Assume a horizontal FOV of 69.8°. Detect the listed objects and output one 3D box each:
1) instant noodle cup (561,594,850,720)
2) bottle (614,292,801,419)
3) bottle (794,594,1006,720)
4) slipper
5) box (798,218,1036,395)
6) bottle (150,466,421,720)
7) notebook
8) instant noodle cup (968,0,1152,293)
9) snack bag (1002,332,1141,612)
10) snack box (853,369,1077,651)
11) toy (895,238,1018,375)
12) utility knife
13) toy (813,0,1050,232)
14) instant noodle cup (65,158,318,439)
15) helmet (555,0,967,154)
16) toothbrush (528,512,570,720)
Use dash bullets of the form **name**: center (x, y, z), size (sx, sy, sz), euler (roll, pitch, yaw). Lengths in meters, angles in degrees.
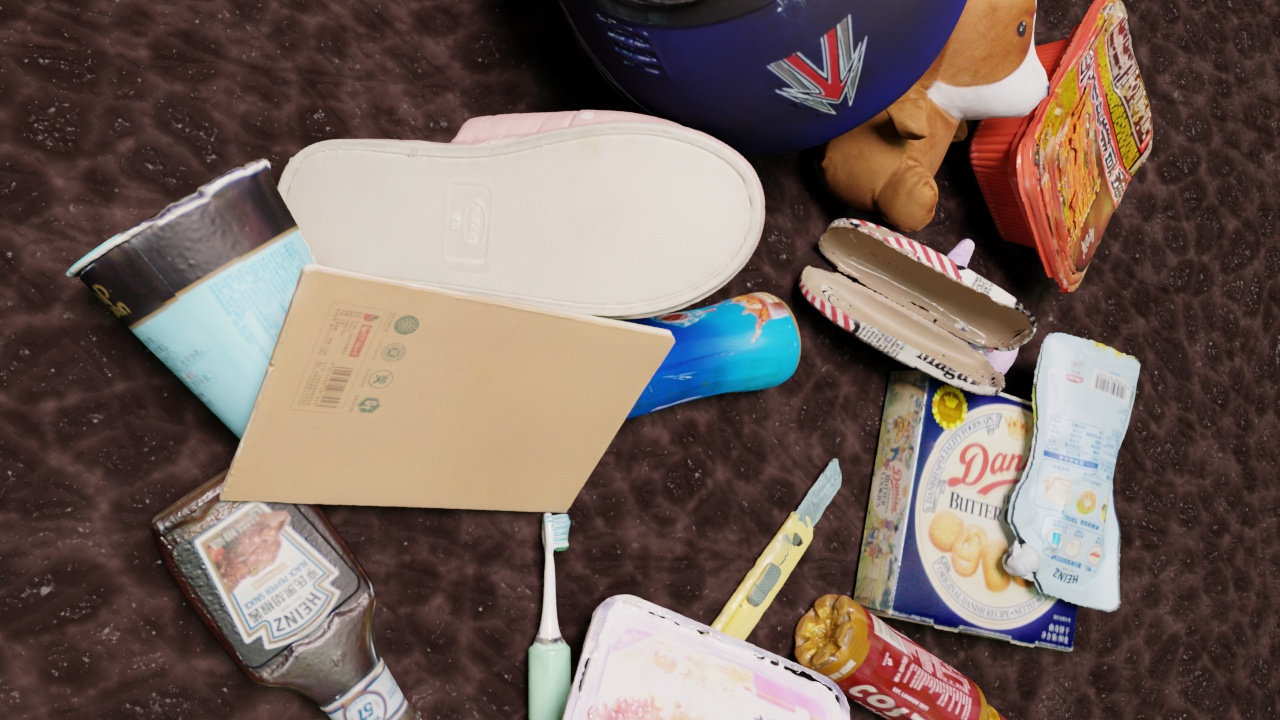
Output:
- **instant noodle cup**: center (0.031, 0.233, 0.544), size (0.173, 0.061, 0.137), euler (25, 46, -6)
- **bottle**: center (-0.003, 0.003, 0.577), size (0.218, 0.065, 0.065), euler (-11, 90, -25)
- **bottle**: center (0.189, 0.230, 0.646), size (0.175, 0.058, 0.057), euler (36, 72, -17)
- **slipper**: center (-0.069, -0.081, 0.516), size (0.274, 0.054, 0.114), euler (0, 99, 7)
- **box**: center (0.188, -0.028, 0.649), size (0.163, 0.076, 0.087), euler (27, 73, 0)
- **bottle**: center (-0.179, 0.146, 0.500), size (0.079, 0.044, 0.195), euler (-37, 101, -25)
- **notebook**: center (-0.096, 0.027, 0.489), size (0.207, 0.008, 0.148), euler (9, 125, -37)
- **instant noodle cup**: center (0.323, -0.163, 0.710), size (0.164, 0.079, 0.188), euler (49, 65, -40)
- **snack bag**: center (0.324, 0.082, 0.681), size (0.110, 0.039, 0.191), euler (19, 79, -28)
- **snack box**: center (0.258, 0.114, 0.695), size (0.177, 0.046, 0.182), euler (16, 79, -22)
- **toy**: center (0.249, -0.030, 0.705), size (0.084, 0.039, 0.108), euler (-43, 102, -2)
- **utility knife**: center (0.086, 0.148, 0.635), size (0.031, 0.021, 0.197), euler (46, 65, -19)
- **toy**: center (0.208, -0.187, 0.627), size (0.130, 0.140, 0.200), euler (23, 105, 6)
- **instant noodle cup**: center (-0.206, -0.024, 0.477), size (0.111, 0.111, 0.120), euler (-39, 109, -22)
- **helmet**: center (0.058, -0.274, 0.538), size (0.240, 0.248, 0.315), euler (11, 55, -65)
- **toothbrush**: center (-0.055, 0.206, 0.558), size (0.027, 0.026, 0.224), euler (1, 84, -22)
